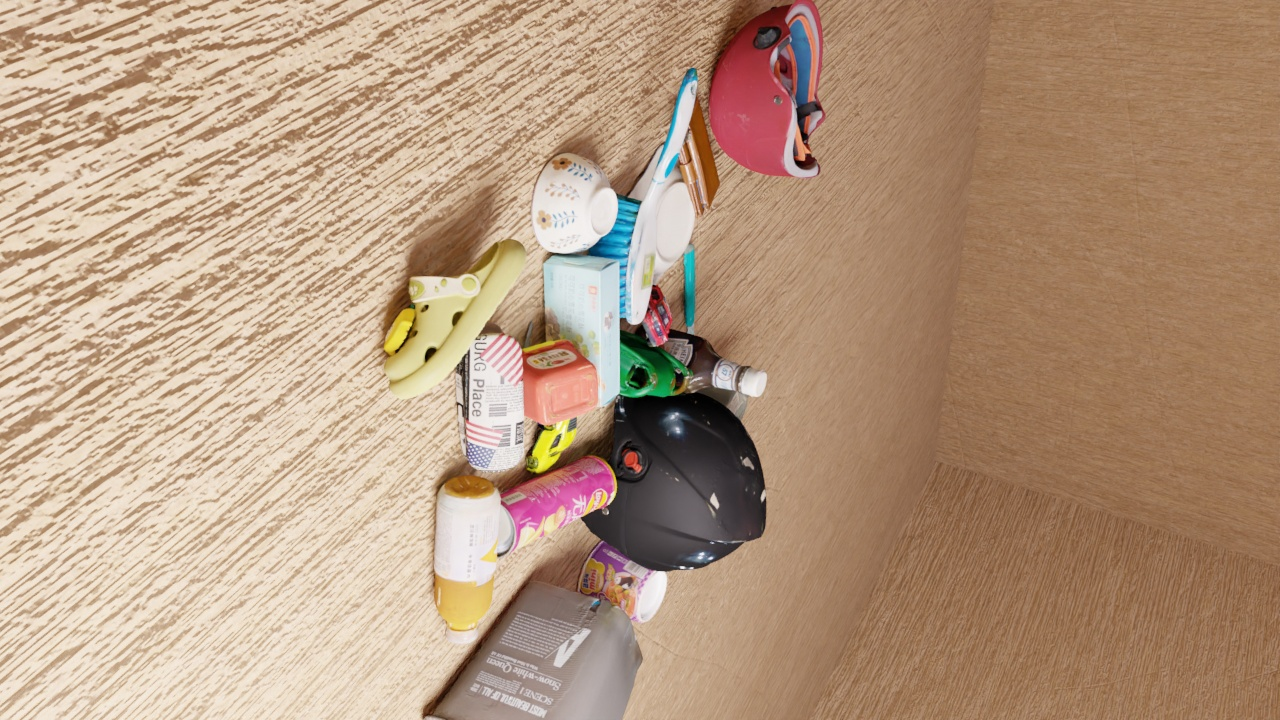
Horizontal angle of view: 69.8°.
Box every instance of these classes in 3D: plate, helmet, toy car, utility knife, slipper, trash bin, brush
[{"bbox_3d":[0.033,-0.187,1.230,0.163,0.034,0.164,-60,149,-23],"label":"plate"},{"bbox_3d":[0.057,0.157,1.278,0.233,0.231,0.274,-12,95,-61],"label":"helmet"},{"bbox_3d":[-0.104,0.099,1.113,0.048,0.032,0.105,-27,149,-59],"label":"toy car"},{"bbox_3d":[0.073,-0.085,1.379,0.029,0.013,0.222,-44,144,-39],"label":"utility knife"},{"bbox_3d":[0.171,-0.373,1.270,0.207,0.144,0.239,33,61,-62],"label":"helmet"},{"bbox_3d":[-0.187,-0.052,0.871,0.081,0.092,0.190,41,74,-17],"label":"slipper"},{"bbox_3d":[0.016,-0.063,1.195,0.120,0.045,0.053,-100,165,-61],"label":"toy car"},{"bbox_3d":[-0.115,0.415,1.137,0.219,0.199,0.199,-59,150,-37],"label":"trash bin"},{"bbox_3d":[0.001,-0.189,1.089,0.060,0.109,0.315,-21,123,-53],"label":"brush"}]

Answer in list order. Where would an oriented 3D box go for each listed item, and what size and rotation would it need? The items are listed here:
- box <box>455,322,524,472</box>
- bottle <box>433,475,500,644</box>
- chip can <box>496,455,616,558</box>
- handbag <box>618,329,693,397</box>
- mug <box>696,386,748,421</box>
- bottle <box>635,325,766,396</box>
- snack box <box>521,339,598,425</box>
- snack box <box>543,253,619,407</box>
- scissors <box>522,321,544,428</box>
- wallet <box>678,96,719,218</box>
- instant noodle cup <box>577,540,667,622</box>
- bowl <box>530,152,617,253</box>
[{"bbox_3d":[-0.156,0.046,0.965,0.074,0.081,0.164,-17,123,-40],"label":"box"},{"bbox_3d":[-0.192,0.222,1.007,0.067,0.068,0.190,-23,124,-56],"label":"bottle"},{"bbox_3d":[-0.115,0.175,1.120,0.210,0.071,0.071,-16,119,-57],"label":"chip can"},{"bbox_3d":[-0.007,0.007,1.173,0.131,0.120,0.068,8,104,-64],"label":"handbag"},{"bbox_3d":[0.114,0.046,1.429,0.123,0.103,0.084,-47,144,-36],"label":"mug"},{"bbox_3d":[0.075,0.007,1.239,0.079,0.195,0.044,-65,151,-16],"label":"bottle"},{"bbox_3d":[-0.097,0.028,1.017,0.091,0.080,0.082,-18,119,-32],"label":"snack box"},{"bbox_3d":[-0.068,-0.036,1.073,0.051,0.074,0.175,-38,134,-56],"label":"snack box"},{"bbox_3d":[-0.141,0.043,1.063,0.162,0.012,0.176,-66,149,-16],"label":"scissors"},{"bbox_3d":[0.074,-0.267,1.212,0.118,0.035,0.131,-65,145,-49],"label":"wallet"},{"bbox_3d":[-0.022,0.328,1.344,0.111,0.099,0.112,-40,139,-47],"label":"instant noodle cup"},{"bbox_3d":[-0.065,-0.172,1.030,0.113,0.062,0.114,-34,132,-50],"label":"bowl"}]
